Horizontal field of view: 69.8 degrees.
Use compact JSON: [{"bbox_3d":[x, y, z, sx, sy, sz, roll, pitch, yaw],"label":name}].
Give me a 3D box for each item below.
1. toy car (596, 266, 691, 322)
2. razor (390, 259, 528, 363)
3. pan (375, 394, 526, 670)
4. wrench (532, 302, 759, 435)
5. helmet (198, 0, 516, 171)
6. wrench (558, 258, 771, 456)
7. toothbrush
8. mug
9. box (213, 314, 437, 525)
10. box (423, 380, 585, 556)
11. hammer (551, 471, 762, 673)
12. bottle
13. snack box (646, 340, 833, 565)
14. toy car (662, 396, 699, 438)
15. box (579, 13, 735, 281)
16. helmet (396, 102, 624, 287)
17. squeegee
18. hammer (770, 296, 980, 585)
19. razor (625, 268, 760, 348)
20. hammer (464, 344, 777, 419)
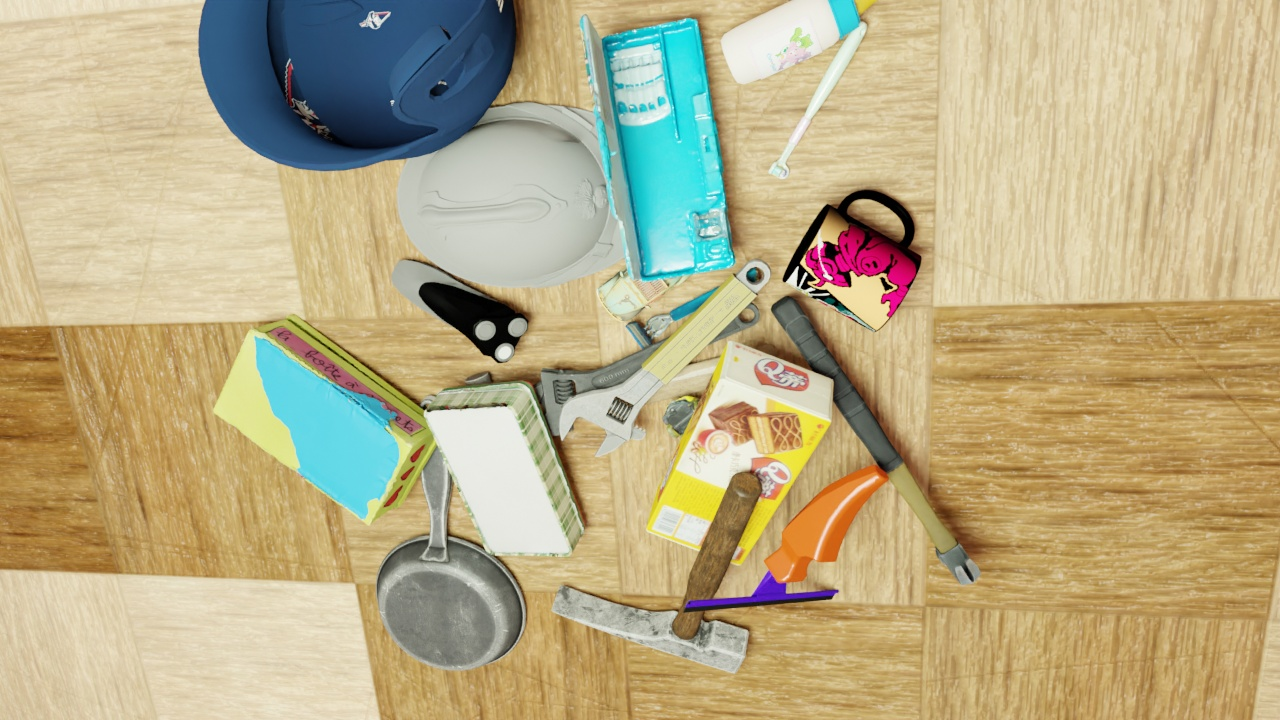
[{"bbox_3d":[0.006,-0.079,0.907,0.112,0.047,0.047,-36,100,18],"label":"toy car"},{"bbox_3d":[-0.193,-0.058,0.953,0.156,0.060,0.057,32,100,20],"label":"razor"},{"bbox_3d":[-0.230,0.213,1.057,0.187,0.055,0.357,3,113,11],"label":"pan"},{"bbox_3d":[-0.006,0.005,0.932,0.273,0.018,0.073,-24,106,14],"label":"wrench"},{"bbox_3d":[-0.239,-0.276,0.792,0.272,0.223,0.232,-32,85,-11],"label":"helmet"},{"bbox_3d":[0.024,-0.002,0.908,0.083,0.018,0.274,41,108,-11],"label":"wrench"},{"bbox_3d":[0.163,-0.237,0.841,0.022,0.015,0.155,15,116,-31],"label":"toothbrush"},{"bbox_3d":[0.203,-0.101,0.852,0.098,0.082,0.118,29,84,0],"label":"mug"},{"bbox_3d":[-0.335,0.064,0.994,0.221,0.080,0.125,33,110,5],"label":"box"},{"bbox_3d":[-0.141,0.118,0.973,0.118,0.049,0.206,-5,120,25],"label":"box"},{"bbox_3d":[0.033,0.206,0.941,0.218,0.036,0.301,17,133,2],"label":"hammer"},{"bbox_3d":[0.145,-0.293,0.807,0.146,0.051,0.051,-20,103,16],"label":"bottle"},{"bbox_3d":[0.094,0.098,0.900,0.110,0.061,0.231,21,130,-1],"label":"snack box"},{"bbox_3d":[0.070,0.074,0.950,0.107,0.030,0.049,39,124,-18],"label":"toy car"},{"bbox_3d":[0.017,-0.187,0.806,0.098,0.121,0.227,-8,94,12],"label":"box"},{"bbox_3d":[-0.122,-0.147,0.872,0.271,0.117,0.183,-3,107,10],"label":"helmet"},{"bbox_3d":[0.170,0.168,0.886,0.185,0.249,0.055,-51,52,24],"label":"squeegee"},{"bbox_3d":[0.230,0.079,0.893,0.025,0.117,0.333,-34,93,7],"label":"hammer"},{"bbox_3d":[0.055,-0.055,0.920,0.144,0.022,0.042,-28,115,18],"label":"razor"},{"bbox_3d":[-0.018,0.035,0.968,0.332,0.030,0.119,-15,105,12],"label":"hammer"}]
